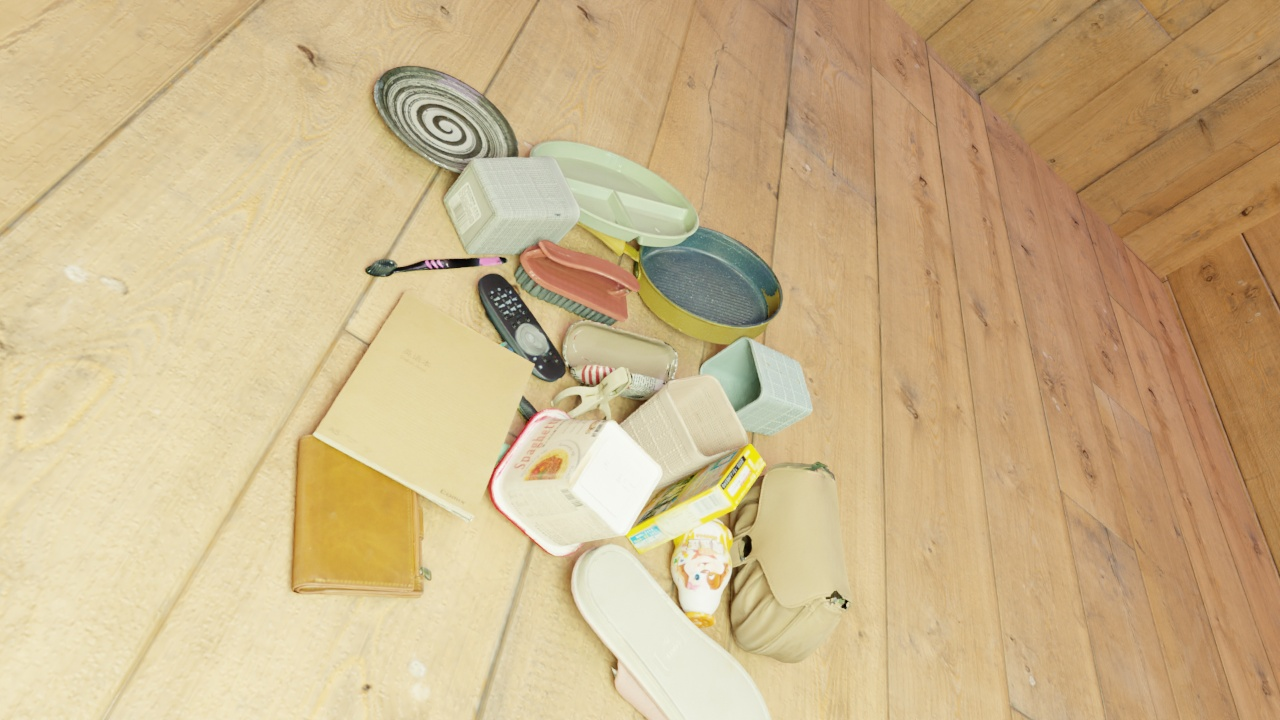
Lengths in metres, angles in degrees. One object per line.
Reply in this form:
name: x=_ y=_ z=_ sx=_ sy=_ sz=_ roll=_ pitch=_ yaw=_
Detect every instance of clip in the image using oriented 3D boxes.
clip: x=-0.055 y=0.042 z=0.956 sx=0.098 sy=0.100 sz=0.035 roll=-6 pitch=63 yaw=-15

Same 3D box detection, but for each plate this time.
plate: x=-0.034 y=-0.210 z=1.158 sx=0.230 sy=0.028 sz=0.229 roll=20 pitch=30 yaw=-13
plate: x=-0.226 y=-0.273 z=1.066 sx=0.179 sy=0.024 sz=0.179 roll=25 pitch=41 yaw=-24

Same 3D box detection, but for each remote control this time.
remote control: x=-0.130 y=-0.032 z=0.981 sx=0.136 sy=0.024 sz=0.053 roll=55 pitch=36 yaw=2

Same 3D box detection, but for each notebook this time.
notebook: x=-0.188 y=0.034 z=0.843 sx=0.149 sy=0.012 sz=0.210 roll=31 pitch=37 yaw=-13

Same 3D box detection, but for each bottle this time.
bottle: x=0.062 y=0.218 z=0.946 sx=0.063 sy=0.063 sz=0.108 roll=28 pitch=50 yaw=-28

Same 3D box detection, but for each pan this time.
pan: x=0.017 y=-0.132 z=1.160 sx=0.357 sy=0.078 sz=0.197 roll=14 pitch=41 yaw=-12

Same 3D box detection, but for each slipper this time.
slipper: x=0.026 y=0.287 z=0.861 sx=0.274 sy=0.055 sz=0.113 roll=49 pitch=39 yaw=-10

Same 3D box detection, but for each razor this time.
razor: x=-0.115 y=0.047 z=0.934 sx=0.142 sy=0.022 sz=0.042 roll=54 pitch=40 yaw=6

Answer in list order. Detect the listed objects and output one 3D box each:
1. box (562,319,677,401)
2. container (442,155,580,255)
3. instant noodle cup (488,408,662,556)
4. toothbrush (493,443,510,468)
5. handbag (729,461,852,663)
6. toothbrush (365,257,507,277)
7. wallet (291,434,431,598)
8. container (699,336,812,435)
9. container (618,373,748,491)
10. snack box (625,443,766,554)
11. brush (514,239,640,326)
box: x=-0.006 y=0.006 z=1.028 sx=0.162 sy=0.086 sz=0.075 roll=18 pitch=90 yaw=-40
container: x=-0.146 y=-0.172 z=1.025 sx=0.114 sy=0.090 sz=0.090 roll=-11 pitch=69 yaw=-46
instant noodle cup: x=-0.055 y=0.110 z=0.836 sx=0.116 sy=0.124 sz=0.116 roll=46 pitch=59 yaw=-21
toothbrush: x=-0.149 y=0.085 z=0.866 sx=0.224 sy=0.027 sz=0.026 roll=24 pitch=8 yaw=-32
handbag: x=0.150 y=0.207 z=0.974 sx=0.099 sy=0.148 sz=0.204 roll=22 pitch=45 yaw=-22
toothbrush: x=-0.207 y=-0.103 z=0.966 sx=0.188 sy=0.018 sz=0.014 roll=-13 pitch=68 yaw=-51
wallet: x=-0.221 y=0.128 z=0.751 sx=0.119 sy=0.035 sz=0.130 roll=16 pitch=49 yaw=-35
container: x=0.149 y=0.038 z=1.159 sx=0.111 sy=0.090 sz=0.089 roll=19 pitch=49 yaw=-39
container: x=0.036 y=0.082 z=0.988 sx=0.090 sy=0.111 sz=0.090 roll=-10 pitch=69 yaw=-49
snack box: x=0.055 y=0.142 z=0.936 sx=0.034 sy=0.141 sz=0.086 roll=55 pitch=37 yaw=-4
brush: x=-0.073 y=-0.095 z=1.052 sx=0.145 sy=0.069 sz=0.063 roll=21 pitch=46 yaw=-33
